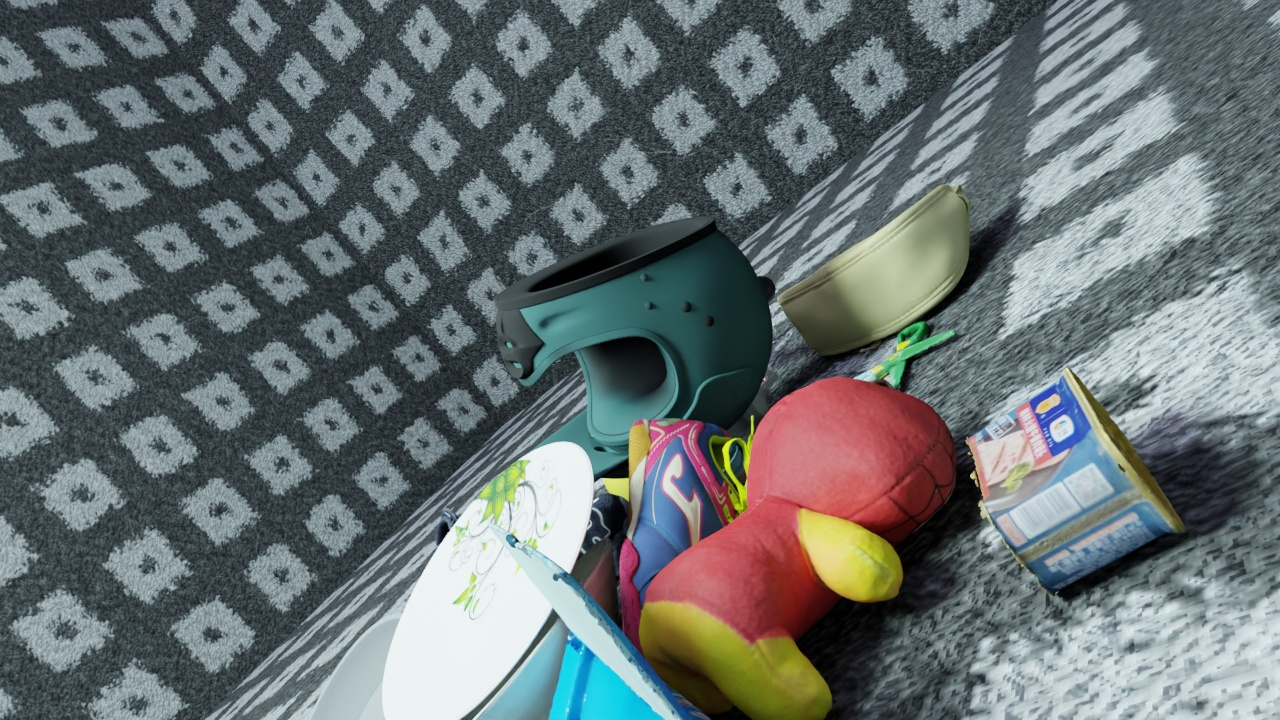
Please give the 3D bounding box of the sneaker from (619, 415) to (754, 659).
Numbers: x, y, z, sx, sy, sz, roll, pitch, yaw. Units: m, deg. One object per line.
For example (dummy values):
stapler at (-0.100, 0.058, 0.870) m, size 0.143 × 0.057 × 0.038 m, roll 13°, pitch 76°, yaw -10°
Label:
sneaker at (0.034, 0.121, 0.611) m, size 0.091 × 0.116 × 0.241 m, roll 1°, pitch 37°, yaw 1°

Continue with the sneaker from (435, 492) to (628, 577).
sneaker at (-0.111, 0.174, 0.820) m, size 0.097 × 0.151 × 0.251 m, roll -36°, pitch 7°, yaw 40°

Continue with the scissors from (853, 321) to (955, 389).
scissors at (0.209, 0.003, 0.765) m, size 0.130 × 0.011 × 0.125 m, roll -39°, pitch 5°, yaw 27°

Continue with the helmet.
helmet at (-0.004, 0.004, 0.804) m, size 0.274 × 0.200 × 0.177 m, roll -27°, pitch 18°, yaw -30°

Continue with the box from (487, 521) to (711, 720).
box at (-0.014, 0.157, 0.432) m, size 0.070 × 0.170 × 0.244 m, roll -12°, pitch -2°, yaw -17°

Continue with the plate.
plate at (-0.101, 0.162, 0.655) m, size 0.230 × 0.030 × 0.229 m, roll -41°, pitch 25°, yaw 23°

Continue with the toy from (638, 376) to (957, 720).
toy at (0.089, 0.091, 0.498) m, size 0.215 × 0.099 × 0.148 m, roll -49°, pitch 17°, yaw -28°

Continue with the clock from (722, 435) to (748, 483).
clock at (0.062, 0.101, 0.807) m, size 0.087 × 0.042 × 0.123 m, roll -39°, pitch 8°, yaw 10°

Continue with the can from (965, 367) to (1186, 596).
can at (0.182, 0.051, 0.396) m, size 0.059 × 0.054 × 0.099 m, roll -39°, pitch 6°, yaw 22°

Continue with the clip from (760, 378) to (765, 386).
clip at (0.120, 0.033, 1.050) m, size 0.060 × 0.023 × 0.044 m, roll -34°, pitch 5°, yaw 37°

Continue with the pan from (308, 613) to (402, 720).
pan at (-0.183, 0.308, 0.672) m, size 0.357 × 0.050 × 0.200 m, roll 6°, pitch 65°, yaw 58°

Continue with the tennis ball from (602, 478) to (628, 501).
tennis ball at (-0.008, 0.121, 0.984) m, size 0.065 × 0.065 × 0.065 m, roll -40°, pitch 6°, yaw 5°

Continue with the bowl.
bowl at (-0.058, 0.208, 0.630) m, size 0.176 × 0.058 × 0.176 m, roll -49°, pitch 0°, yaw 0°

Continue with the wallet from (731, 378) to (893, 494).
wallet at (0.132, 0.062, 0.717) m, size 0.120 × 0.027 × 0.099 m, roll -41°, pitch 7°, yaw -27°

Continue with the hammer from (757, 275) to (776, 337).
hammer at (0.116, -0.031, 1.034) m, size 0.140 × 0.036 × 0.326 m, roll -47°, pitch -9°, yaw -11°

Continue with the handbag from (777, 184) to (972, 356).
handbag at (0.235, -0.081, 0.918) m, size 0.190 × 0.088 × 0.233 m, roll -38°, pitch 1°, yaw -34°

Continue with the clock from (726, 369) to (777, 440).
clock at (0.078, 0.063, 0.935) m, size 0.159 × 0.061 × 0.120 m, roll -37°, pitch 6°, yaw -11°
